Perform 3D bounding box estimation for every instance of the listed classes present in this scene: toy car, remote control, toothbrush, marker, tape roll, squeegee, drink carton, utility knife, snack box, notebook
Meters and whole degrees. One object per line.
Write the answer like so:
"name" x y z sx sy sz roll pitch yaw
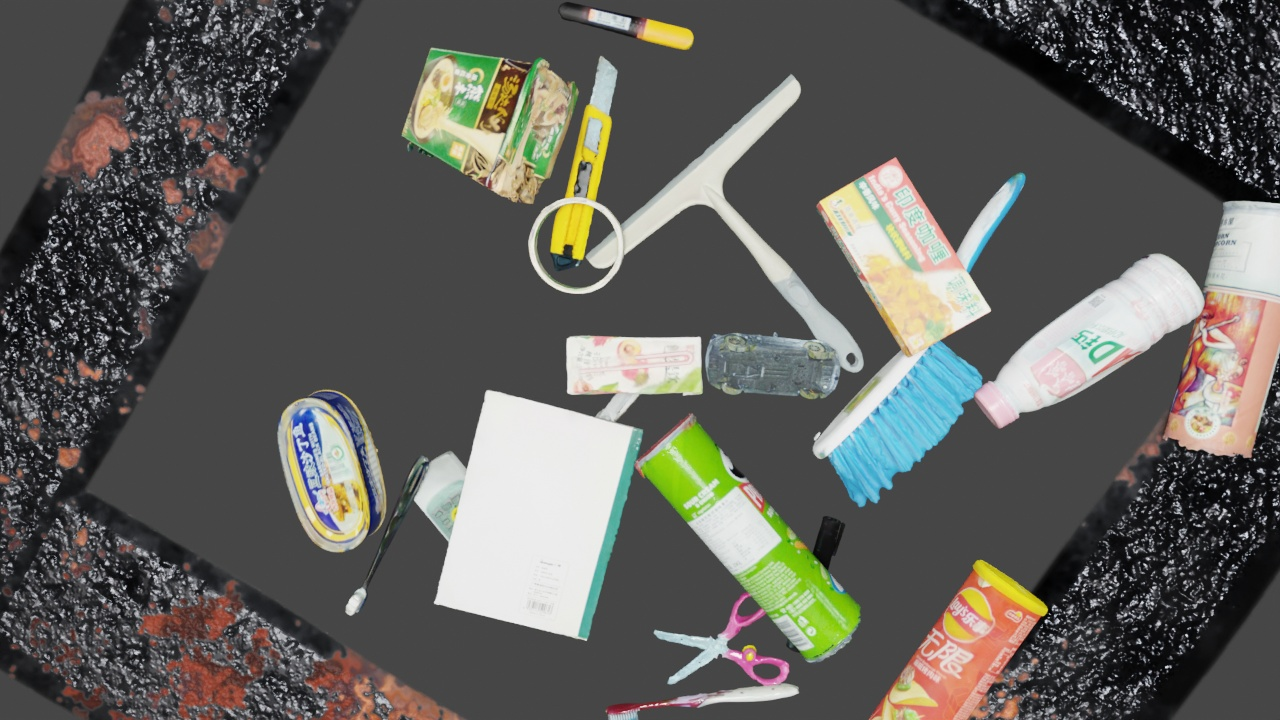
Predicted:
"toy car" 0.119 0.003 0.829 0.121 0.036 0.054 6 122 5
"remote control" -0.162 0.152 0.870 0.056 0.019 0.135 -38 94 6
"toothbrush" 0.060 0.331 0.884 0.187 0.016 0.017 -8 104 3
"marker" 0.165 0.212 0.865 0.022 0.020 0.132 13 96 -9
"tape roll" -0.057 -0.103 0.824 0.086 0.014 0.086 1 99 6
"squeegee" 0.120 -0.081 0.823 0.246 0.039 0.246 -40 94 6
"drink carton" -0.005 0.005 0.828 0.122 0.045 0.053 0 88 3
"marker" -0.013 -0.298 0.816 0.124 0.015 0.018 15 95 3
"utility knife" -0.051 -0.175 0.830 0.033 0.015 0.197 13 97 1
"snack box" 0.225 -0.088 0.792 0.077 0.027 0.155 -30 84 1
"toothbrush" -0.239 0.166 0.866 0.015 0.018 0.181 30 103 7
"notebook" -0.095 0.145 0.852 0.150 0.012 0.209 15 95 -3
"snack box" -0.132 -0.209 0.787 0.105 0.118 0.117 23 97 10

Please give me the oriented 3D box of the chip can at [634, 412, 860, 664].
"chip can" 0.096 0.158 0.823 0.072 0.072 0.236 -41 87 6

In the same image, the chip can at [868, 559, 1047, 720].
"chip can" 0.282 0.292 0.843 0.073 0.073 0.217 31 97 -1

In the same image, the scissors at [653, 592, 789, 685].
"scissors" 0.080 0.266 0.877 0.133 0.017 0.124 12 99 5

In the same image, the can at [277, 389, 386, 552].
"can" -0.286 0.102 0.855 0.074 0.049 0.148 -13 96 4

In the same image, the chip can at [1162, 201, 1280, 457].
"chip can" 0.519 -0.025 0.797 0.071 0.071 0.215 11 97 1

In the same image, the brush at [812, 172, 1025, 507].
"brush" 0.268 -0.016 0.820 0.109 0.060 0.314 43 94 1

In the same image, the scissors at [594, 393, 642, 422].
"scissors" -0.040 0.052 0.857 0.141 0.014 0.173 5 96 0

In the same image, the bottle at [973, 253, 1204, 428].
"bottle" 0.387 -0.012 0.808 0.197 0.068 0.068 -36 94 9
